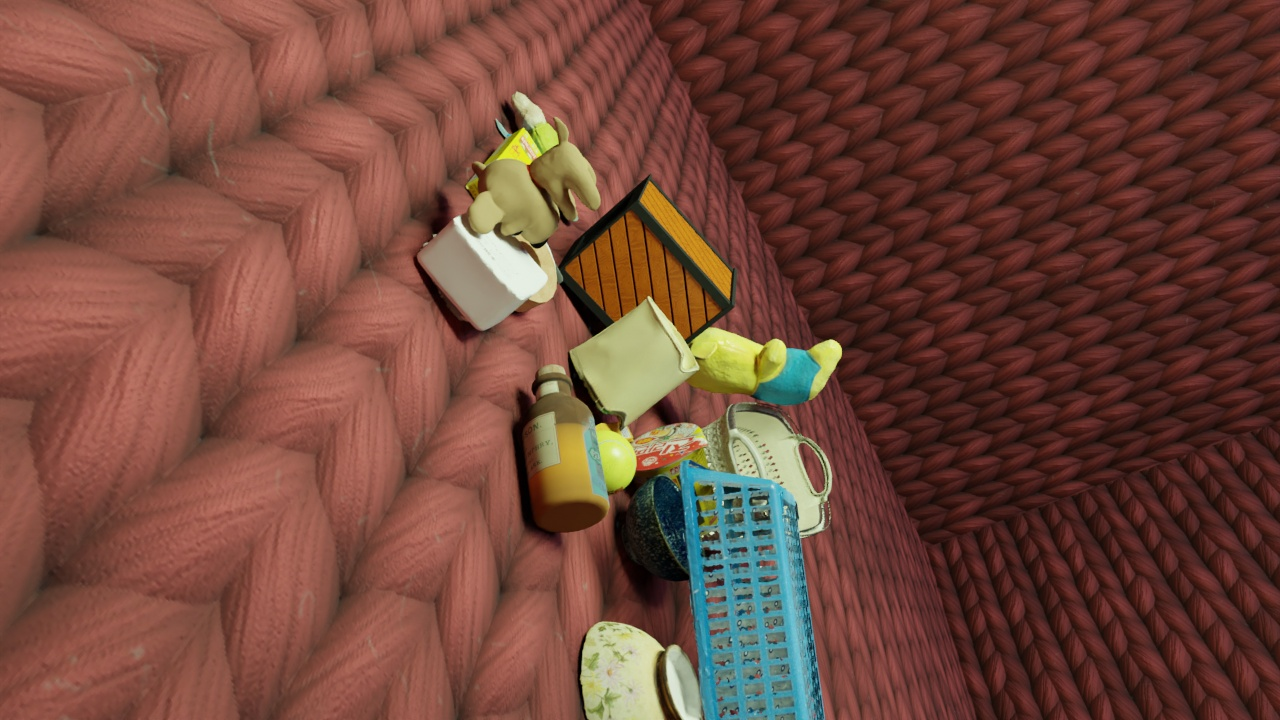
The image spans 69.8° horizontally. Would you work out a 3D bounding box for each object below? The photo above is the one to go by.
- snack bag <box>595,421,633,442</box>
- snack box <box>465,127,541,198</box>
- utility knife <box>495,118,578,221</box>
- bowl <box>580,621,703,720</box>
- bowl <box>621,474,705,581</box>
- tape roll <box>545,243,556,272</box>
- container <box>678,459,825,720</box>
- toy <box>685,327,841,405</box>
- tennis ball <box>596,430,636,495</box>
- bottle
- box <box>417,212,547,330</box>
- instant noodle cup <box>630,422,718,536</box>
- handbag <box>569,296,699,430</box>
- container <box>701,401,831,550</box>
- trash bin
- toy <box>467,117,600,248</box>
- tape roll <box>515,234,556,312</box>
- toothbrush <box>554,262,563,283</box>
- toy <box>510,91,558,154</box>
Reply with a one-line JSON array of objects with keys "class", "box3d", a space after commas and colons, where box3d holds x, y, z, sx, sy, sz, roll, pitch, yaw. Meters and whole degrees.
[{"class": "snack bag", "box3d": [-0.033, 0.084, 1.026, 0.026, 0.020, 0.099, 63, 17, 10]}, {"class": "snack box", "box3d": [-0.152, -0.215, 1.034, 0.040, 0.029, 0.147, 56, 28, -24]}, {"class": "utility knife", "box3d": [-0.133, -0.242, 1.188, 0.175, 0.015, 0.031, 52, 18, -32]}, {"class": "bowl", "box3d": [0.011, 0.291, 0.796, 0.145, 0.063, 0.145, 56, 20, -33]}, {"class": "bowl", "box3d": [0.017, 0.184, 0.967, 0.114, 0.061, 0.114, 52, 22, -32]}, {"class": "tape roll", "box3d": [-0.128, -0.126, 1.038, 0.094, 0.018, 0.093, 55, 20, -31]}, {"class": "container", "box3d": [0.122, 0.283, 0.904, 0.257, 0.089, 0.361, 39, 44, -72]}, {"class": "toy", "box3d": [0.138, 0.009, 1.203, 0.149, 0.214, 0.084, 116, -17, -72]}, {"class": "tennis ball", "box3d": [-0.037, 0.102, 0.910, 0.065, 0.065, 0.065, 54, 20, -31]}, {"class": "bottle", "box3d": [-0.073, 0.073, 0.838, 0.068, 0.068, 0.156, 43, 27, -50]}, {"class": "box", "box3d": [-0.159, -0.076, 0.848, 0.102, 0.095, 0.107, 49, 15, -6]}, {"class": "instant noodle cup", "box3d": [0.041, 0.144, 1.057, 0.100, 0.100, 0.112, -74, 146, -65]}, {"class": "handbag", "box3d": [-0.006, 0.006, 1.028, 0.081, 0.119, 0.111, 49, 9, -43]}, {"class": "container", "box3d": [0.144, 0.158, 1.204, 0.251, 0.143, 0.184, 11, 58, -60]}, {"class": "trash bin", "box3d": [0.012, -0.111, 1.160, 0.172, 0.140, 0.139, 46, 21, -13]}, {"class": "toy", "box3d": [-0.098, -0.158, 0.848, 0.134, 0.108, 0.106, -102, 166, -56]}, {"class": "tape roll", "box3d": [-0.127, -0.099, 0.952, 0.094, 0.027, 0.093, 38, 41, -43]}, {"class": "toothbrush", "box3d": [-0.134, -0.165, 1.083, 0.167, 0.013, 0.013, 62, 9, -9]}, {"class": "toy", "box3d": [-0.136, -0.299, 1.209, 0.118, 0.043, 0.092, 58, 9, -16]}]
